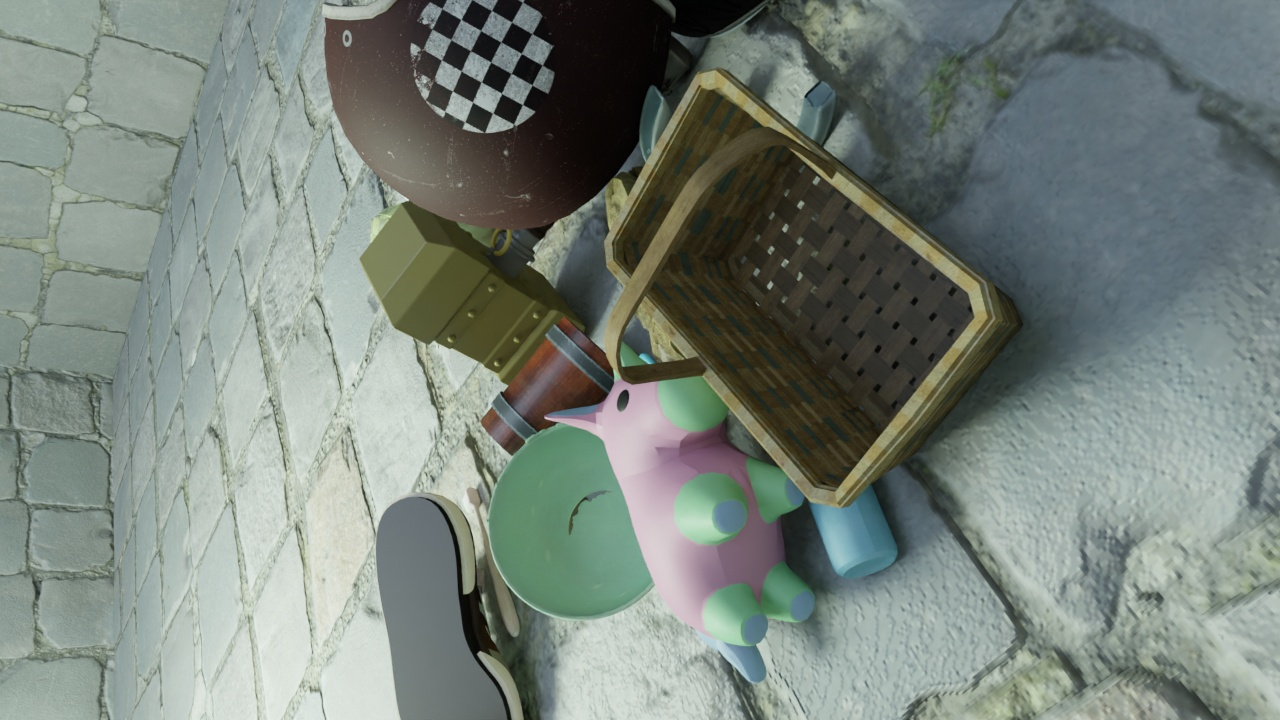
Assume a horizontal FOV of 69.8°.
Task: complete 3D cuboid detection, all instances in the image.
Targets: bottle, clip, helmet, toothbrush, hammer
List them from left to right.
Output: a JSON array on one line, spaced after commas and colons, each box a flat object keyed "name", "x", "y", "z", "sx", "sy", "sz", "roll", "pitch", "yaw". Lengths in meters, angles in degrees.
[{"name": "toothbrush", "x": -0.152, "y": 0.201, "z": 0.925, "sx": 0.018, "sy": 0.015, "sz": 0.181, "roll": -62, "pitch": 40, "yaw": 33}, {"name": "helmet", "x": -0.098, "y": -0.219, "z": 0.624, "sx": 0.254, "sy": 0.234, "sz": 0.233, "roll": -60, "pitch": 0, "yaw": 13}, {"name": "hammer", "x": -0.071, "y": -0.145, "z": 0.804, "sx": 0.325, "sy": 0.190, "sz": 0.100, "roll": -50, "pitch": 44, "yaw": 10}, {"name": "clip", "x": 0.081, "y": -0.146, "z": 0.646, "sx": 0.164, "sy": 0.169, "sz": 0.031, "roll": -26, "pitch": 51, "yaw": -2}, {"name": "bottle", "x": 0.120, "y": 0.070, "z": 0.580, "sx": 0.040, "sy": 0.040, "sz": 0.130, "roll": -44, "pitch": 50, "yaw": 38}]

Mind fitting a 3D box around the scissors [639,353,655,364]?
[{"name": "scissors", "x": -0.005, "y": 0.004, "z": 0.766, "sx": 0.015, "sy": 0.055, "sz": 0.136, "roll": -35, "pitch": 30, "yaw": -13}]

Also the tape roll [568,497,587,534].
[{"name": "tape roll", "x": -0.082, "y": 0.157, "z": 0.831, "sx": 0.094, "sy": 0.030, "sz": 0.093, "roll": -16, "pitch": 70, "yaw": 50}]

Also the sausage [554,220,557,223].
[{"name": "sausage", "x": -0.117, "y": -0.196, "z": 0.946, "sx": 0.045, "sy": 0.039, "sz": 0.164, "roll": 102, "pitch": 152, "yaw": -48}]

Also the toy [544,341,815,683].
[{"name": "toy", "x": 0.033, "y": 0.098, "z": 0.619, "sx": 0.171, "sy": 0.119, "sz": 0.222, "roll": 9, "pitch": 111, "yaw": 57}]

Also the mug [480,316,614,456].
[{"name": "mug", "x": -0.065, "y": 0.036, "z": 0.782, "sx": 0.111, "sy": 0.117, "sz": 0.081, "roll": -48, "pitch": 60, "yaw": 0}]

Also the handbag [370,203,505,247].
[{"name": "handbag", "x": -0.235, "y": -0.123, "z": 1.041, "sx": 0.187, "sy": 0.113, "sz": 0.117, "roll": 18, "pitch": 110, "yaw": 56}]

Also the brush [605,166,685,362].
[{"name": "brush", "x": 0.013, "y": -0.074, "z": 0.736, "sx": 0.059, "sy": 0.043, "sz": 0.195, "roll": 125, "pitch": 134, "yaw": -55}]

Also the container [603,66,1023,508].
[{"name": "container", "x": 0.071, "y": -0.049, "z": 0.524, "sx": 0.250, "sy": 0.186, "sz": 0.158, "roll": 51, "pitch": 122, "yaw": 34}]

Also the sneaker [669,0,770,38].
[{"name": "sneaker", "x": 0.100, "y": -0.361, "z": 0.676, "sx": 0.257, "sy": 0.093, "sz": 0.160, "roll": -21, "pitch": 58, "yaw": 47}]

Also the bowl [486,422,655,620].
[{"name": "bowl", "x": -0.037, "y": 0.127, "z": 0.719, "sx": 0.151, "sy": 0.077, "sz": 0.150, "roll": -3, "pitch": 73, "yaw": 11}]

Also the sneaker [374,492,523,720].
[{"name": "sneaker", "x": -0.175, "y": 0.274, "z": 0.889, "sx": 0.112, "sy": 0.116, "sz": 0.293, "roll": -23, "pitch": 76, "yaw": 9}]

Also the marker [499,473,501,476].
[{"name": "marker", "x": -0.101, "y": 0.084, "z": 0.887, "sx": 0.143, "sy": 0.012, "sz": 0.012, "roll": -42, "pitch": 51, "yaw": 39}]

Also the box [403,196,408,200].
[{"name": "box", "x": -0.225, "y": -0.228, "z": 1.012, "sx": 0.211, "sy": 0.105, "sz": 0.130, "roll": -145, "pitch": 56, "yaw": -61}]
